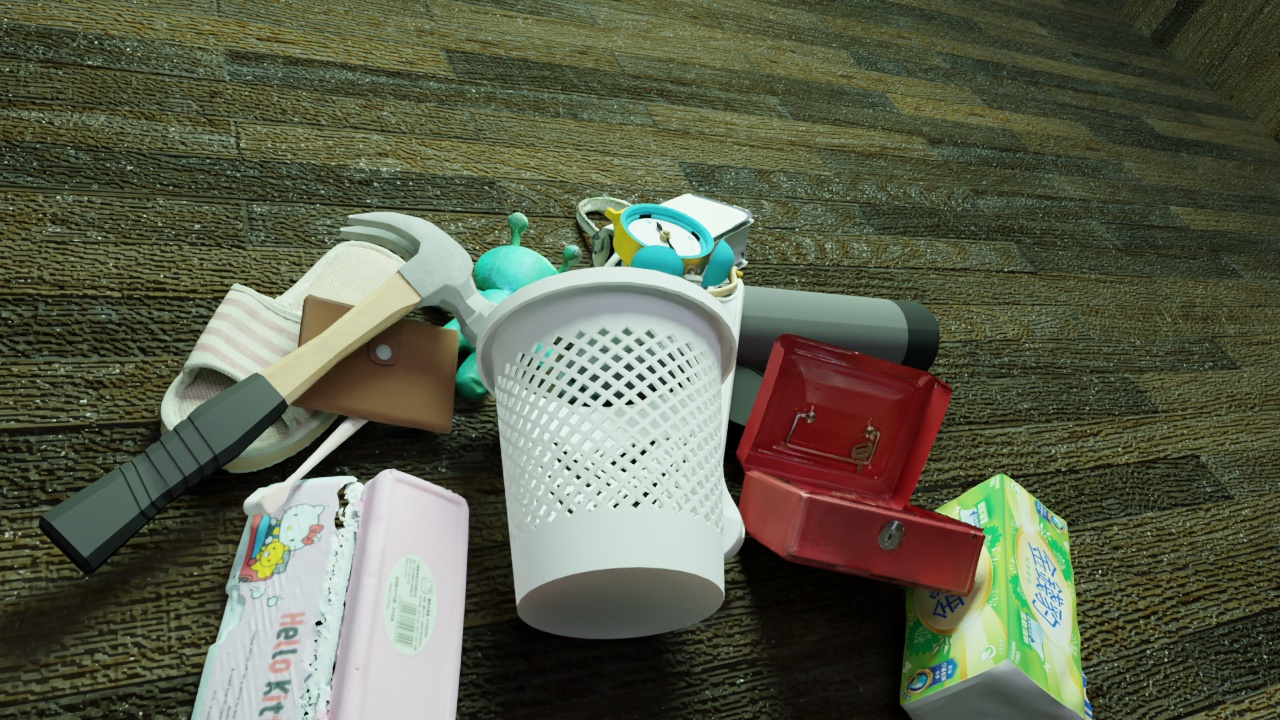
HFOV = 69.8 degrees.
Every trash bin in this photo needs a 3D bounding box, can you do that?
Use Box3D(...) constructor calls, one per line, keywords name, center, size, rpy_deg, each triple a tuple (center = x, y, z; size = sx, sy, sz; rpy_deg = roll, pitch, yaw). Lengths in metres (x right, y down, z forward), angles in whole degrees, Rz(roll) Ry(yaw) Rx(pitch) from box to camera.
Box3D(name="trash bin", center=(-0.019, 0.074, 0.640), size=(0.195, 0.196, 0.199), rpy_deg=(9, 54, -19))

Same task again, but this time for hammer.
Box3D(name="hammer", center=(-0.237, 0.012, 0.617), size=(0.131, 0.039, 0.327), rpy_deg=(49, 53, -6))

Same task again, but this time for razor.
Box3D(name="razor", center=(-0.005, 0.004, 0.760), size=(0.052, 0.143, 0.047), rpy_deg=(59, 34, -25))

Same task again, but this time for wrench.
Box3D(name="wrench", center=(0.061, 0.040, 0.760), size=(0.066, 0.018, 0.272), rpy_deg=(-2, 58, 17))

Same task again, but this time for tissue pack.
Box3D(name="tissue pack", center=(0.292, 0.210, 0.709), size=(0.141, 0.121, 0.197), rpy_deg=(37, 46, -10))

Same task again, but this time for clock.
Box3D(name="clock", center=(0.071, 0.044, 0.809), size=(0.120, 0.043, 0.091), rpy_deg=(-5, 50, -31))
Box3D(name="clock", center=(0.027, -0.094, 0.790), size=(0.099, 0.044, 0.129), rpy_deg=(-9, 45, -34))

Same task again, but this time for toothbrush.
Box3D(name="toothbrush", center=(-0.218, 0.056, 0.648), size=(0.018, 0.016, 0.180), rpy_deg=(-9, 22, 19))

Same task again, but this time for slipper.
Box3D(name="slipper", center=(-0.259, -0.023, 0.703), size=(0.115, 0.052, 0.262), rpy_deg=(27, 41, -1))

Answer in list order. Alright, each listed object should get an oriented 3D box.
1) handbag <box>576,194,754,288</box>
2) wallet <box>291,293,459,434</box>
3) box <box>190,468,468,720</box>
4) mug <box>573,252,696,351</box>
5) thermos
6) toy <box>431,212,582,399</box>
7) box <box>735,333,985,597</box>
Box3D(name="handbag", center=(0.009, -0.124, 0.945), size=(0.176, 0.074, 0.150), rpy_deg=(24, 36, 27))
Box3D(name="wallet", center=(-0.194, 0.003, 0.683), size=(0.120, 0.013, 0.087), rpy_deg=(14, 64, -33))
Box3D(name="box", center=(-0.178, 0.153, 0.557), size=(0.153, 0.067, 0.201), rpy_deg=(11, 43, -17))
Box3D(name="mug", center=(0.008, -0.038, 0.825), size=(0.121, 0.091, 0.089), rpy_deg=(30, 41, 2))
Box3D(name="thermos", center=(0.173, -0.025, 0.903), size=(0.240, 0.082, 0.082), rpy_deg=(3, 46, -25))
Box3D(name="toy", center=(-0.120, -0.048, 0.792), size=(0.130, 0.073, 0.192), rpy_deg=(29, 50, 2))
Box3D(name="box", center=(0.171, 0.091, 0.709), size=(0.156, 0.157, 0.170), rpy_deg=(12, 19, -13))
